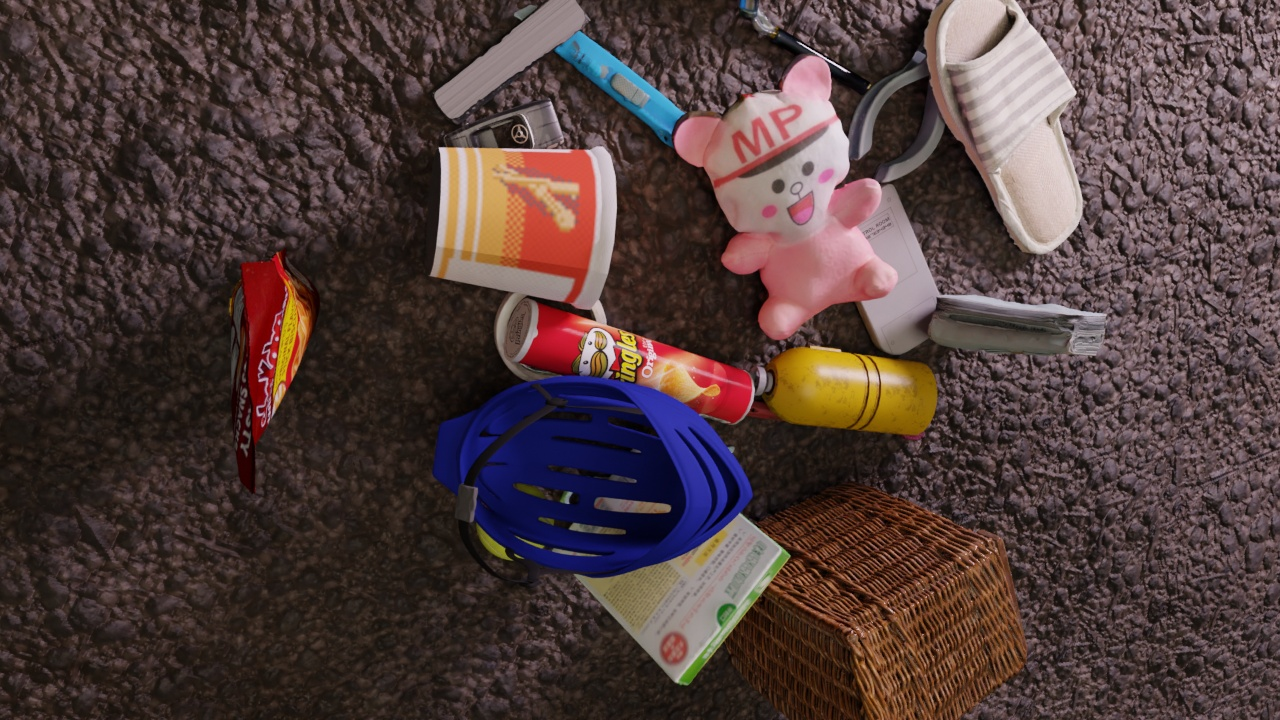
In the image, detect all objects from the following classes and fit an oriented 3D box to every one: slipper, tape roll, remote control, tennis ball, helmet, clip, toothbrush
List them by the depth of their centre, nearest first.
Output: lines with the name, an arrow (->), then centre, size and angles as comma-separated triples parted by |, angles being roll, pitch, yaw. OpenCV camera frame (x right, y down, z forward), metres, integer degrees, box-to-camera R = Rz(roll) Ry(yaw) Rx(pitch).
helmet -> -0.039, 0.089, 0.658 | 0.241, 0.227, 0.148 | 10, 95, 6
remote control -> -0.102, -0.236, 0.714 | 0.136, 0.013, 0.033 | -38, 109, 1
tape roll -> -0.076, -0.026, 0.773 | 0.093, 0.018, 0.094 | -3, 103, -15
tennis ball -> -0.106, 0.136, 0.775 | 0.065, 0.065, 0.065 | -3, 103, -15
clip -> 0.232, -0.244, 0.804 | 0.115, 0.028, 0.163 | 37, 90, -22
slipper -> 0.335, -0.206, 0.814 | 0.114, 0.054, 0.272 | -46, 121, -10
remote control -> 0.225, -0.080, 0.844 | 0.074, 0.019, 0.151 | -31, 108, -7
toothbrush -> 0.184, 0.057, 0.864 | 0.189, 0.016, 0.016 | 9, 100, -17

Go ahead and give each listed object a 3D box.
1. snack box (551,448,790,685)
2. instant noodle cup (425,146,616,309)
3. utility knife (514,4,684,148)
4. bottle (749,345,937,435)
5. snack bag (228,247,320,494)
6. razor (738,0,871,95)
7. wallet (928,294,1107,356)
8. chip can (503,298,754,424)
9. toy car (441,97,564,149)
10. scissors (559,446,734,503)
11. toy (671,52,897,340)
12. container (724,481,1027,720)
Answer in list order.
snack box -> 0.020, 0.159, 0.758 | 0.132, 0.168, 0.027 | -51, 142, -2
instant noodle cup -> -0.094, -0.105, 0.690 | 0.121, 0.123, 0.123 | 3, 101, -19
utility knife -> -0.022, -0.227, 0.745 | 0.185, 0.015, 0.031 | 33, 92, -18
bottle -> 0.177, 0.026, 0.829 | 0.163, 0.071, 0.071 | 7, 100, -17
snack bag -> -0.261, -0.010, 0.624 | 0.066, 0.208, 0.139 | 9, 99, -18
razor -> 0.138, -0.265, 0.778 | 0.144, 0.022, 0.042 | 27, 54, -23
wallet -> 0.334, -0.030, 0.814 | 0.100, 0.132, 0.054 | -7, 100, -46
chip can -> -0.005, 0.004, 0.765 | 0.214, 0.052, 0.052 | 17, 97, -27
toy car -> -0.106, -0.174, 0.720 | 0.092, 0.037, 0.040 | -22, 107, -10
scissors -> 0.016, 0.129, 0.837 | 0.175, 0.032, 0.093 | -12, 102, -9
toy -> 0.124, -0.131, 0.766 | 0.142, 0.084, 0.213 | -23, 111, 14
container -> 0.189, 0.212, 0.792 | 0.183, 0.250, 0.162 | -25, 108, -19
